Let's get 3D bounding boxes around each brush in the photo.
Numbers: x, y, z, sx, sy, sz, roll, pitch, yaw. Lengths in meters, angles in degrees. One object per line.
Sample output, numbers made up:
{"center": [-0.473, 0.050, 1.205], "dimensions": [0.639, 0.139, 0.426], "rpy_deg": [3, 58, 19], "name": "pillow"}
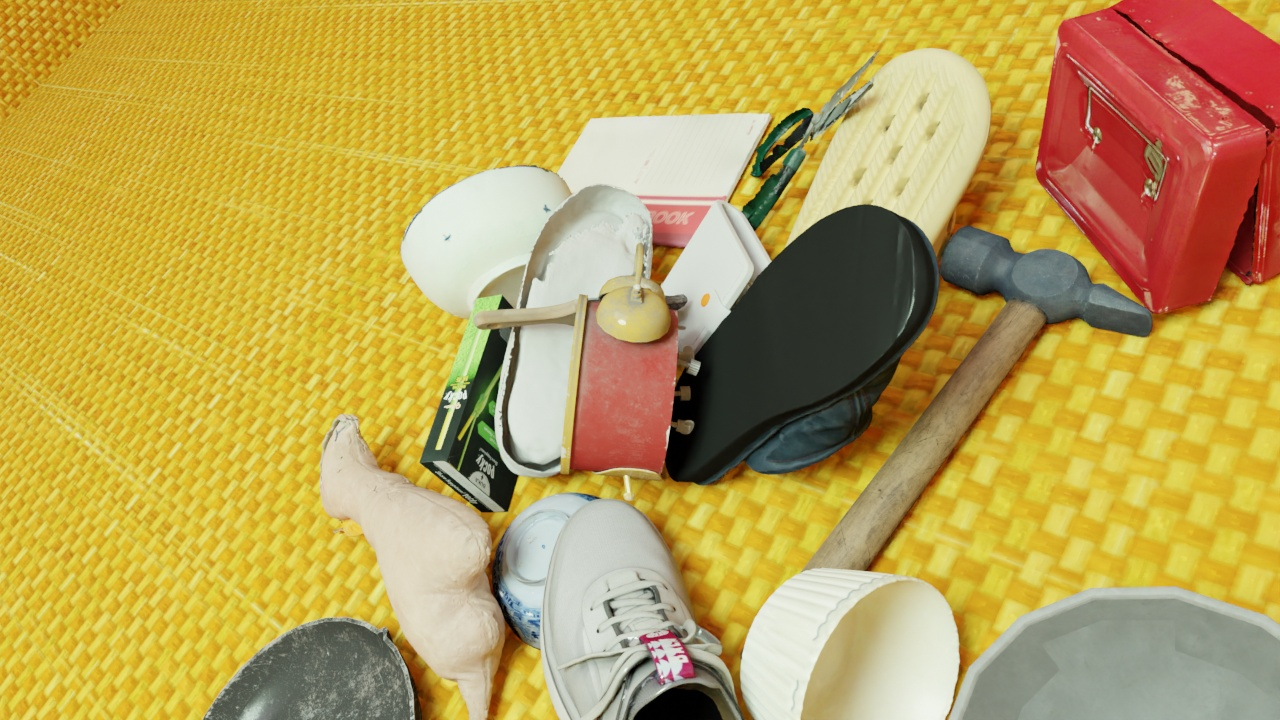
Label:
{"center": [-0.043, -0.034, 0.655], "dimensions": [0.151, 0.039, 0.012], "rpy_deg": [-5, 76, -11], "name": "brush"}

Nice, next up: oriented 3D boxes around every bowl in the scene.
{"center": [0.101, 0.157, 0.467], "dimensions": [0.115, 0.115, 0.063], "rpy_deg": [-54, 32, -16], "name": "bowl"}
{"center": [-0.114, -0.084, 0.765], "dimensions": [0.153, 0.153, 0.073], "rpy_deg": [-30, 68, 7], "name": "bowl"}
{"center": [-0.058, 0.134, 0.620], "dimensions": [0.114, 0.045, 0.114], "rpy_deg": [-17, 49, 20], "name": "bowl"}

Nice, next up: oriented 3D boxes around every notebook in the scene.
{"center": [0.001, -0.169, 0.845], "dimensions": [0.209, 0.012, 0.152], "rpy_deg": [10, 62, 37], "name": "notebook"}

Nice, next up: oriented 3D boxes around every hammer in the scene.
{"center": [0.167, 0.059, 0.550], "dimensions": [0.129, 0.040, 0.321], "rpy_deg": [31, 76, 39], "name": "hammer"}

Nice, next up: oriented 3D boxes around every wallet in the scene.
{"center": [0.047, -0.044, 0.679], "dimensions": [0.115, 0.037, 0.118], "rpy_deg": [-57, 27, 26], "name": "wallet"}

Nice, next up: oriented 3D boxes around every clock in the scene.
{"center": [-0.004, 0.003, 0.595], "dimensions": [0.081, 0.159, 0.117], "rpy_deg": [6, 14, -3], "name": "clock"}

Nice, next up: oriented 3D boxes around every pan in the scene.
{"center": [-0.172, 0.297, 0.568], "dimensions": [0.357, 0.040, 0.207], "rpy_deg": [21, 69, 39], "name": "pan"}
{"center": [0.173, 0.261, 0.385], "dimensions": [0.179, 0.041, 0.357], "rpy_deg": [30, 80, 43], "name": "pan"}

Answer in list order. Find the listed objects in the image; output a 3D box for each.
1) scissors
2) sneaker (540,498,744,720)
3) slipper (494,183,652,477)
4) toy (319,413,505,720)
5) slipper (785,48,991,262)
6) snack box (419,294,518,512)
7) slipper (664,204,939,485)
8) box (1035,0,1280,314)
{"center": [0.112, -0.147, 0.684], "dimensions": [0.142, 0.015, 0.210], "rpy_deg": [-63, 11, -14], "name": "scissors"}
{"center": [0.005, 0.163, 0.487], "dimensions": [0.096, 0.129, 0.262], "rpy_deg": [-7, 44, -14], "name": "sneaker"}
{"center": [-0.050, -0.025, 0.706], "dimensions": [0.075, 0.112, 0.246], "rpy_deg": [-20, 50, 59], "name": "slipper"}
{"center": [-0.179, 0.146, 0.667], "dimensions": [0.265, 0.065, 0.196], "rpy_deg": [6, 95, 51], "name": "toy"}
{"center": [0.166, -0.082, 0.634], "dimensions": [0.111, 0.079, 0.261], "rpy_deg": [30, 94, 48], "name": "slipper"}
{"center": [-0.115, 0.033, 0.709], "dimensions": [0.025, 0.080, 0.147], "rpy_deg": [-7, 53, 27], "name": "snack box"}
{"center": [0.103, 0.006, 0.552], "dimensions": [0.266, 0.083, 0.108], "rpy_deg": [131, 146, -54], "name": "slipper"}
{"center": [0.321, -0.131, 0.537], "dimensions": [0.112, 0.135, 0.157], "rpy_deg": [-18, 48, 4], "name": "box"}
